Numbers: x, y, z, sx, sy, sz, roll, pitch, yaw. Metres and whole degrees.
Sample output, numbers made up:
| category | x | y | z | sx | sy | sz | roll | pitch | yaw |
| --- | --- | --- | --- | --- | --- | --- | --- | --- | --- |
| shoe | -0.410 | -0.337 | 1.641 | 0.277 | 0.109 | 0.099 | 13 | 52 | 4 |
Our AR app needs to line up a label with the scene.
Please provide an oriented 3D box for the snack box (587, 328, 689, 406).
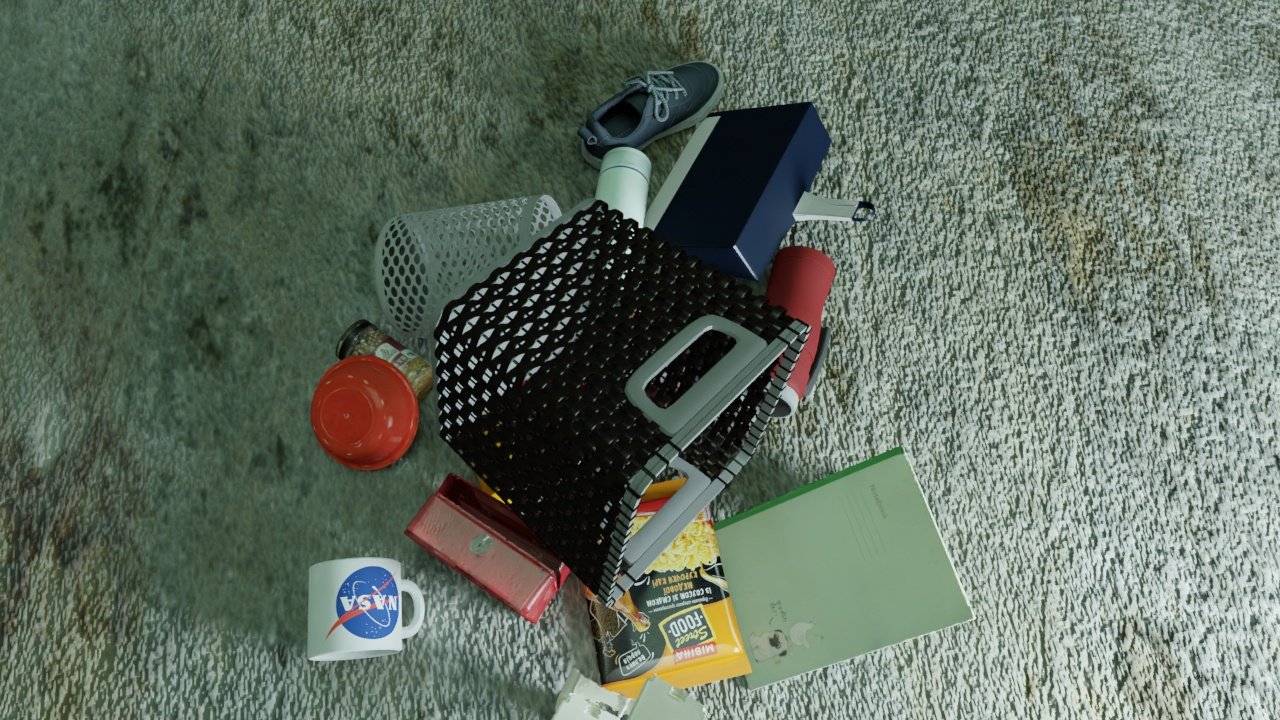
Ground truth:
| category | x | y | z | sx | sy | sz | roll | pitch | yaw |
| --- | --- | --- | --- | --- | --- | --- | --- | --- | --- |
| snack box | -0.006 | 0.006 | 1.073 | 0.121 | 0.072 | 0.072 | 19 | 68 | 4 |

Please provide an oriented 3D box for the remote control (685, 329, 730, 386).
| category | x | y | z | sx | sy | sz | roll | pitch | yaw |
| --- | --- | --- | --- | --- | --- | --- | --- | --- | --- |
| remote control | 0.073 | 0.016 | 1.094 | 0.022 | 0.047 | 0.150 | 3 | 62 | 36 |

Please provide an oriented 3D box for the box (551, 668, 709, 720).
| category | x | y | z | sx | sy | sz | roll | pitch | yaw |
| --- | --- | --- | --- | --- | --- | --- | --- | --- | --- |
| box | -0.025 | 0.362 | 0.856 | 0.143 | 0.188 | 0.104 | 22 | 53 | 10 |

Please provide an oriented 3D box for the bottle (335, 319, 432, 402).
| category | x | y | z | sx | sy | sz | roll | pitch | yaw |
| --- | --- | --- | --- | --- | --- | --- | --- | --- | --- |
| bottle | -0.292 | 0.003 | 1.058 | 0.105 | 0.056 | 0.056 | 34 | 70 | 9 |

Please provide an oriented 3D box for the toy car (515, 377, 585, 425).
| category | x | y | z | sx | sy | sz | roll | pitch | yaw |
| --- | --- | --- | --- | --- | --- | --- | --- | --- | --- |
| toy car | -0.106 | 0.042 | 1.062 | 0.100 | 0.049 | 0.051 | 6 | 68 | -2 |

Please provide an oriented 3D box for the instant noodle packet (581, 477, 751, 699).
| category | x | y | z | sx | sy | sz | roll | pitch | yaw |
| --- | --- | --- | --- | --- | --- | --- | --- | --- | --- |
| instant noodle packet | 0.017 | 0.245 | 1.000 | 0.160 | 0.032 | 0.220 | -11 | 70 | -5 |

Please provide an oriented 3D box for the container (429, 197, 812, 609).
| category | x | y | z | sx | sy | sz | roll | pitch | yaw |
| --- | --- | --- | --- | --- | --- | --- | --- | --- | --- |
| container | -0.032 | 0.031 | 0.871 | 0.243 | 0.246 | 0.246 | 38 | 56 | 18 |

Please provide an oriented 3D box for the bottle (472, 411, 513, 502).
| category | x | y | z | sx | sy | sz | roll | pitch | yaw |
| --- | --- | --- | --- | --- | --- | --- | --- | --- | --- |
| bottle | -0.174 | 0.091 | 1.033 | 0.043 | 0.043 | 0.143 | -19 | 62 | -12 |

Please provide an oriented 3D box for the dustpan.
| category | x | y | z | sx | sy | sz | roll | pitch | yaw |
| --- | --- | --- | --- | --- | --- | --- | --- | --- | --- |
| dustpan | 0.155 | -0.207 | 1.143 | 0.274 | 0.080 | 0.235 | 8 | 60 | 43 |

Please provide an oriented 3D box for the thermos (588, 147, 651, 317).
| category | x | y | z | sx | sy | sz | roll | pitch | yaw |
| --- | --- | --- | --- | --- | --- | --- | --- | --- | --- |
| thermos | -0.030 | -0.158 | 1.116 | 0.068 | 0.068 | 0.229 | 10 | 58 | -1 |

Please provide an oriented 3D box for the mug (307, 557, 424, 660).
| category | x | y | z | sx | sy | sz | roll | pitch | yaw |
| --- | --- | --- | --- | --- | --- | --- | --- | --- | --- |
| mug | -0.280 | 0.257 | 0.949 | 0.121 | 0.091 | 0.090 | 11 | 63 | -38 |

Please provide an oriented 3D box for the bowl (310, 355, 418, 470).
| category | x | y | z | sx | sy | sz | roll | pitch | yaw |
| --- | --- | --- | --- | --- | --- | --- | --- | --- | --- |
| bowl | -0.314 | 0.059 | 1.011 | 0.130 | 0.045 | 0.130 | 0 | 92 | 11 |

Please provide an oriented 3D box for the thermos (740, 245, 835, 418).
| category | x | y | z | sx | sy | sz | roll | pitch | yaw |
| --- | --- | --- | --- | --- | --- | --- | --- | --- | --- |
| thermos | 0.181 | -0.029 | 1.102 | 0.108 | 0.084 | 0.198 | 34 | 63 | -27 |

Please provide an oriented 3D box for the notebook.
| category | x | y | z | sx | sy | sz | roll | pitch | yaw |
| --- | --- | --- | --- | --- | --- | --- | --- | --- | --- |
| notebook | 0.193 | 0.220 | 0.958 | 0.253 | 0.010 | 0.181 | -28 | 68 | 25 |

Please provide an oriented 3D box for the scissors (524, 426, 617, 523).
| category | x | y | z | sx | sy | sz | roll | pitch | yaw |
| --- | --- | --- | --- | --- | --- | --- | --- | --- | --- |
| scissors | -0.099 | 0.148 | 1.027 | 0.157 | 0.013 | 0.170 | -5 | 59 | 4 |

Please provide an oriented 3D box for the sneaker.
| category | x | y | z | sx | sy | sz | roll | pitch | yaw |
| --- | --- | --- | --- | --- | --- | --- | --- | --- | --- |
| sneaker | 0.015 | -0.337 | 1.200 | 0.235 | 0.087 | 0.089 | -39 | 75 | -17 |

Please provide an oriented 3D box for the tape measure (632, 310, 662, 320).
| category | x | y | z | sx | sy | sz | roll | pitch | yaw |
| --- | --- | --- | --- | --- | --- | --- | --- | --- | --- |
| tape measure | 0.001 | -0.049 | 1.109 | 0.059 | 0.038 | 0.058 | -4 | 104 | 2 |

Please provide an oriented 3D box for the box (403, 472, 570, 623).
| category | x | y | z | sx | sy | sz | roll | pitch | yaw |
| --- | --- | --- | --- | --- | --- | --- | --- | --- | --- |
| box | -0.153 | 0.198 | 0.957 | 0.158 | 0.129 | 0.087 | 29 | 73 | 8 |

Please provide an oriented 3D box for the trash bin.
| category | x | y | z | sx | sy | sz | roll | pitch | yaw |
| --- | --- | --- | --- | --- | --- | --- | --- | --- | --- |
| trash bin | -0.186 | -0.100 | 1.039 | 0.183 | 0.156 | 0.156 | -3 | 68 | 12 |
